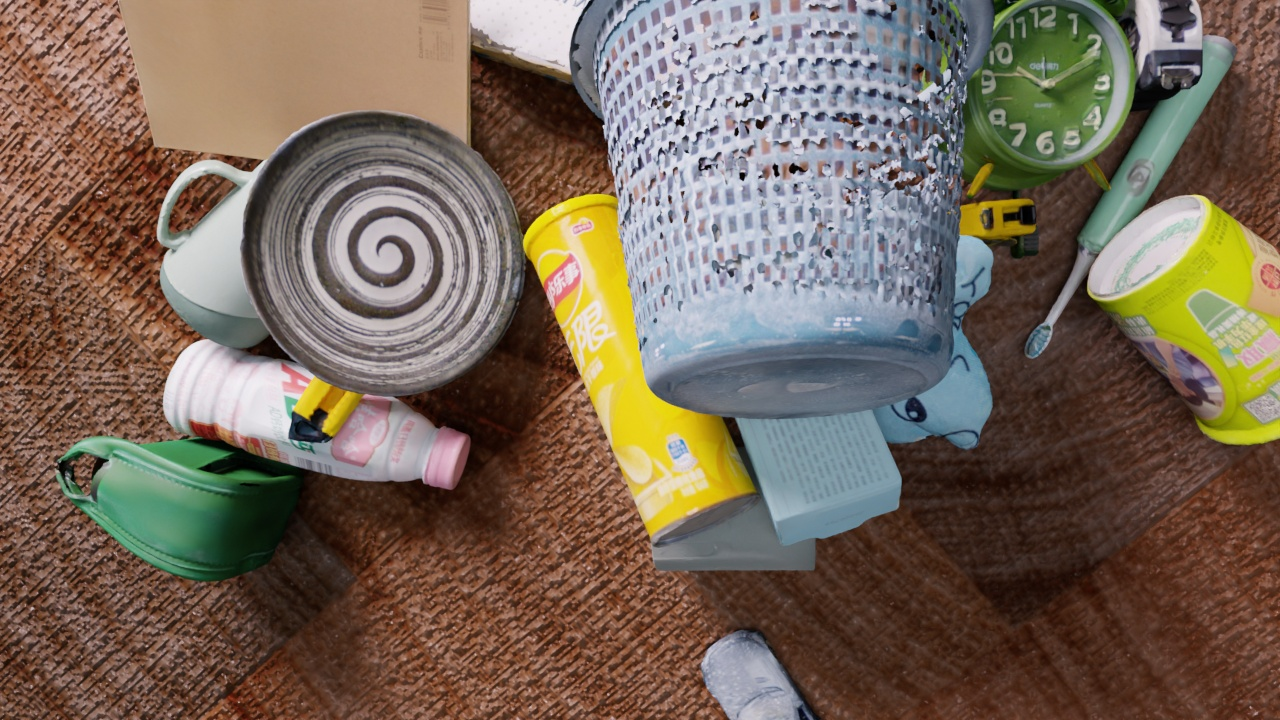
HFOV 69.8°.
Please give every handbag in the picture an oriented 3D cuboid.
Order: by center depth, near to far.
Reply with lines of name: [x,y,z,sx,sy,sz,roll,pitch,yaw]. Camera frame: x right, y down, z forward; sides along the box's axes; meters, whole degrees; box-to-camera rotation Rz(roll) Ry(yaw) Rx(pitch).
handbag: [-0.299,0.090,0.609,0.120,0.131,0.068,20,89,6]

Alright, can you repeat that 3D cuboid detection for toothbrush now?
toothbrush: [0.307,-0.100,0.586,0.026,0.027,0.224,31,99,18]
toothbrush: [0.248,-0.159,0.591,0.017,0.012,0.186,-2,97,-1]

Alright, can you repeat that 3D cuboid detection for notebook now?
notebook: [-0.210,-0.187,0.570,0.211,0.012,0.150,7,132,-3]

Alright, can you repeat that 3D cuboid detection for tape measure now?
tape measure: [0.307,-0.189,0.555,0.033,0.066,0.066,-1,92,-1]
tape measure: [0.219,-0.085,0.579,0.057,0.060,0.029,-8,95,-19]

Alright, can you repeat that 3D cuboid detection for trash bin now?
trash bin: [0.074,-0.077,0.481,0.226,0.227,0.195,-2,75,5]

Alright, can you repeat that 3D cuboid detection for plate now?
plate: [-0.158,-0.066,0.579,0.179,0.024,0.179,0,90,-30]

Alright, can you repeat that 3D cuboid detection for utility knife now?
utility knife: [-0.160,-0.034,0.604,0.033,0.015,0.214,37,76,-15]

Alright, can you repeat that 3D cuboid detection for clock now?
clock: [0.234,-0.180,0.551,0.116,0.056,0.161,-5,97,-9]

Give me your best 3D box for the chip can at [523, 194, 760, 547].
chip can: [-0.003,0.003,0.562,0.072,0.072,0.213,-26,70,7]

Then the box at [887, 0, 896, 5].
box: [0.183,-0.294,0.530,0.168,0.091,0.077,-31,135,7]

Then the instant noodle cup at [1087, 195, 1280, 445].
instant noodle cup: [0.339,-0.030,0.543,0.123,0.111,0.112,39,98,-8]

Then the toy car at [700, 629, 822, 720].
toy car: [0.090,0.248,0.645,0.054,0.036,0.120,-32,91,8]

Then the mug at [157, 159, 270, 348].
mug: [-0.260,-0.074,0.598,0.106,0.082,0.112,-38,129,8]

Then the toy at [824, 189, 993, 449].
toy: [0.168,-0.015,0.587,0.161,0.049,0.157,40,123,10]

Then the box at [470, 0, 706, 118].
box: [-0.027,-0.218,0.583,0.184,0.061,0.090,20,99,0]

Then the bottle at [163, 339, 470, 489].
bottle: [-0.216,0.042,0.626,0.197,0.068,0.068,15,98,1]

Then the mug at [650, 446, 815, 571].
mug: [0.059,0.077,0.606,0.103,0.083,0.124,-4,85,7]

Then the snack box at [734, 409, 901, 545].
snack box: [0.092,0.019,0.562,0.074,0.052,0.174,-18,60,3]
